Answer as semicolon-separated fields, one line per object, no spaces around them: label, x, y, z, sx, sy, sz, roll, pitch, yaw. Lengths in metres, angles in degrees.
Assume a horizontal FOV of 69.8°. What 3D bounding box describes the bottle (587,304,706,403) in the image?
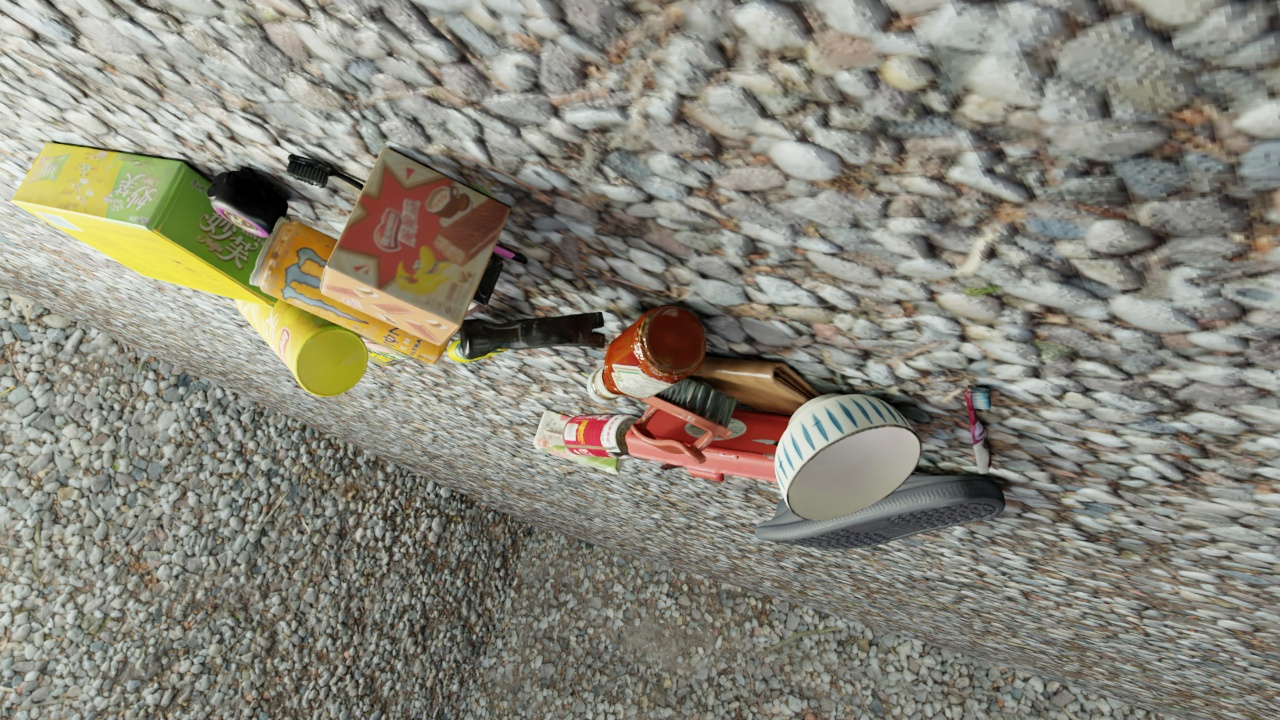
bottle;-0.005;0.004;0.770;0.059;0.059;0.206;23;163;-11

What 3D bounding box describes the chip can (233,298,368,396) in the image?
chip can;-0.354;-0.036;0.942;0.213;0.072;0.072;32;177;45

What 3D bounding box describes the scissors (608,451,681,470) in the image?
scissors;0.071;0.104;0.987;0.189;0.015;0.225;8;-175;11

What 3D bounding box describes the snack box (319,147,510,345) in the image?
snack box;-0.157;-0.076;0.635;0.094;0.092;0.077;25;164;-16

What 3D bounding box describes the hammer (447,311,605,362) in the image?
hammer;-0.127;-0.017;0.853;0.126;0.032;0.324;-5;180;-20

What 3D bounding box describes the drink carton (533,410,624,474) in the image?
drink carton;-0.080;0.111;1.248;0.122;0.053;0.045;16;164;12

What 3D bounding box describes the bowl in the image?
bowl;0.160;0.069;0.744;0.116;0.117;0.066;35;-157;-43

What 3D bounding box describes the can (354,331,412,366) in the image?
can;-0.289;-0.038;1.002;0.102;0.057;0.083;28;161;-26

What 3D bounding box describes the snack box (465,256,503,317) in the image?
snack box;-0.190;-0.073;0.760;0.113;0.053;0.126;27;163;-22

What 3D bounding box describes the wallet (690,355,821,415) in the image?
wallet;0.107;0.025;0.789;0.101;0.020;0.115;7;162;48

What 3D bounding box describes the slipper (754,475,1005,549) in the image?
slipper;0.233;0.136;0.923;0.110;0.083;0.269;19;151;-37

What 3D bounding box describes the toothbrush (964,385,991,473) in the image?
toothbrush;0.263;0.056;0.705;0.017;0.016;0.187;2;158;24

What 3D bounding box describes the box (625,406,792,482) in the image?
box;0.100;0.075;0.888;0.202;0.074;0.154;4;-174;42

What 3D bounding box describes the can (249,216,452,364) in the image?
can;-0.209;-0.051;0.686;0.146;0.058;0.058;25;164;-17

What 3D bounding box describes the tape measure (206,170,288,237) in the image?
tape measure;-0.322;-0.131;0.759;0.058;0.039;0.057;23;165;10

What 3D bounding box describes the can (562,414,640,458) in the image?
can;-0.044;0.094;1.145;0.053;0.053;0.133;28;162;-28

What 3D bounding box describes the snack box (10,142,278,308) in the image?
snack box;-0.458;-0.129;0.878;0.210;0.070;0.157;12;163;27

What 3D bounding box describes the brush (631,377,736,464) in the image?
brush;0.035;0.050;0.816;0.063;0.069;0.146;25;178;-23

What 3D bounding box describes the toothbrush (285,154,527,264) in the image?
toothbrush;-0.173;-0.109;0.689;0.189;0.017;0.014;23;163;-15
